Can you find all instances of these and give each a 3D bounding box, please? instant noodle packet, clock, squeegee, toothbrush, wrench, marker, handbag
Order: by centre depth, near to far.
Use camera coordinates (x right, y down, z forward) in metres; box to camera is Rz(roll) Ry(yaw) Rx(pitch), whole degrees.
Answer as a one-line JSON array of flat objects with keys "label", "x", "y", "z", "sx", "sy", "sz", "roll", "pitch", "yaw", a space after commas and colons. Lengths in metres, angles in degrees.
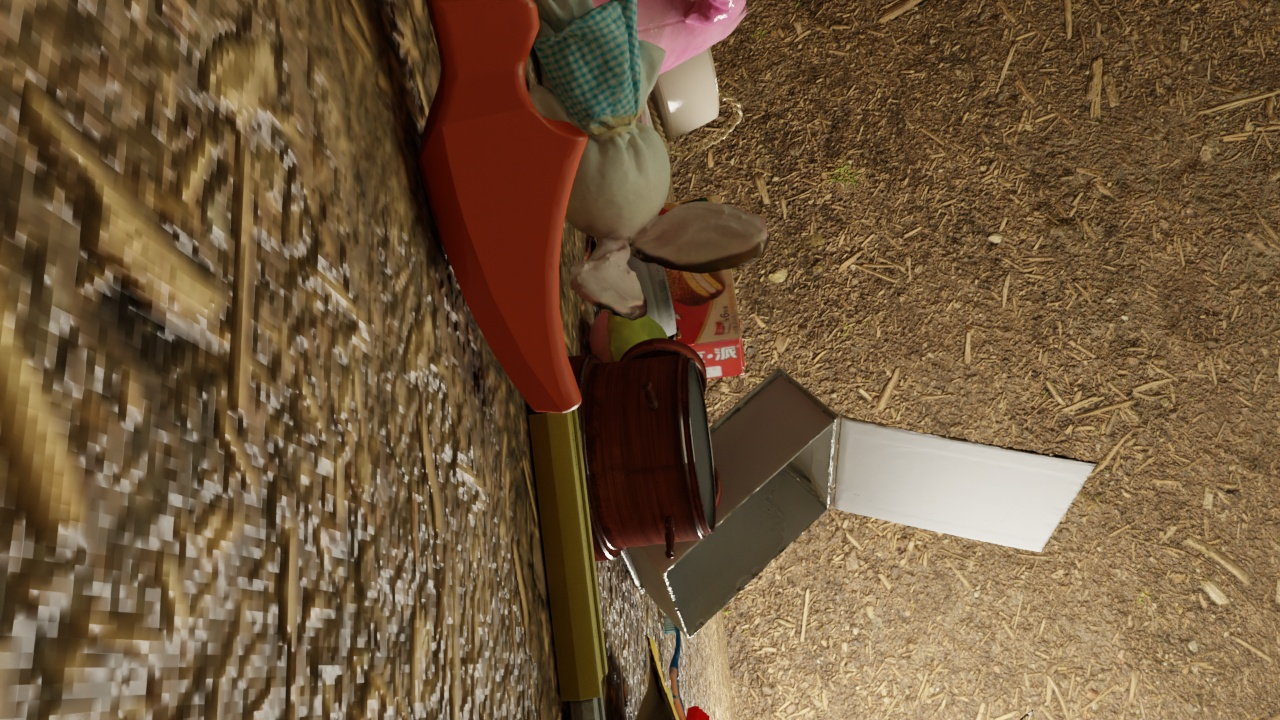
[{"label": "squeegee", "x": -0.046, "y": -0.066, "z": 0.310, "sx": 0.249, "sy": 0.055, "sz": 0.185, "roll": -126, "pitch": -157, "yaw": -63}, {"label": "wrench", "x": -0.028, "y": 0.131, "z": 0.420, "sx": 0.083, "sy": 0.018, "sz": 0.273, "roll": 24, "pitch": 59, "yaw": -84}, {"label": "clock", "x": 0.004, "y": 0.050, "z": 0.534, "sx": 0.157, "sy": 0.072, "sz": 0.120, "roll": -29, "pitch": 111, "yaw": -79}, {"label": "instant noodle packet", "x": 0.027, "y": 0.295, "z": 0.546, "sx": 0.163, "sy": 0.084, "sz": 0.221, "roll": 75, "pitch": 4, "yaw": -53}, {"label": "clock", "x": -0.003, "y": -0.047, "z": 0.736, "sx": 0.103, "sy": 0.056, "sz": 0.148, "roll": -108, "pitch": -177, "yaw": -67}, {"label": "marker", "x": 0.039, "y": 0.341, "z": 0.747, "sx": 0.144, "sy": 0.021, "sz": 0.023, "roll": -64, "pitch": 132, "yaw": -67}, {"label": "toothbrush", "x": 0.032, "y": 0.296, "z": 0.852, "sx": 0.021, "sy": 0.017, "sz": 0.134, "roll": 73, "pitch": 10, "yaw": -46}, {"label": "handbag", "x": 0.020, "y": -0.352, "z": 0.988, "sx": 0.211, "sy": 0.103, "sz": 0.208, "roll": 67, "pitch": -3, "yaw": -70}]

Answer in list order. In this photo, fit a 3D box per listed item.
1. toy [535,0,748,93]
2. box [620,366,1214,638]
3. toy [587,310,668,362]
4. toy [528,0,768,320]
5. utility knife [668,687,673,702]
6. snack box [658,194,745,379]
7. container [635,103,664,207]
[{"label": "toy", "x": 0.010, "y": -0.248, "z": 0.652, "sx": 0.264, "sy": 0.128, "sz": 0.187, "roll": -52, "pitch": 148, "yaw": -56}, {"label": "box", "x": 0.167, "y": 0.101, "z": 0.658, "sx": 0.167, "sy": 0.369, "sz": 0.150, "roll": 73, "pitch": 13, "yaw": -58}, {"label": "toy", "x": -0.004, "y": 0.004, "z": 0.646, "sx": 0.109, "sy": 0.051, "sz": 0.090, "roll": -25, "pitch": 102, "yaw": -74}, {"label": "toy", "x": -0.030, "y": -0.129, "z": 0.526, "sx": 0.106, "sy": 0.130, "sz": 0.205, "roll": -1, "pitch": -65, "yaw": 58}, {"label": "utility knife", "x": 0.027, "y": 0.324, "z": 0.785, "sx": 0.022, "sy": 0.015, "sz": 0.129, "roll": -93, "pitch": 176, "yaw": -51}, {"label": "snack box", "x": 0.045, "y": -0.081, "z": 0.999, "sx": 0.060, "sy": 0.113, "sz": 0.235, "roll": 76, "pitch": 9, "yaw": -46}, {"label": "container", "x": -0.009, "y": -0.202, "z": 0.923, "sx": 0.129, "sy": 0.049, "sz": 0.080, "roll": 34, "pitch": 48, "yaw": -83}]
